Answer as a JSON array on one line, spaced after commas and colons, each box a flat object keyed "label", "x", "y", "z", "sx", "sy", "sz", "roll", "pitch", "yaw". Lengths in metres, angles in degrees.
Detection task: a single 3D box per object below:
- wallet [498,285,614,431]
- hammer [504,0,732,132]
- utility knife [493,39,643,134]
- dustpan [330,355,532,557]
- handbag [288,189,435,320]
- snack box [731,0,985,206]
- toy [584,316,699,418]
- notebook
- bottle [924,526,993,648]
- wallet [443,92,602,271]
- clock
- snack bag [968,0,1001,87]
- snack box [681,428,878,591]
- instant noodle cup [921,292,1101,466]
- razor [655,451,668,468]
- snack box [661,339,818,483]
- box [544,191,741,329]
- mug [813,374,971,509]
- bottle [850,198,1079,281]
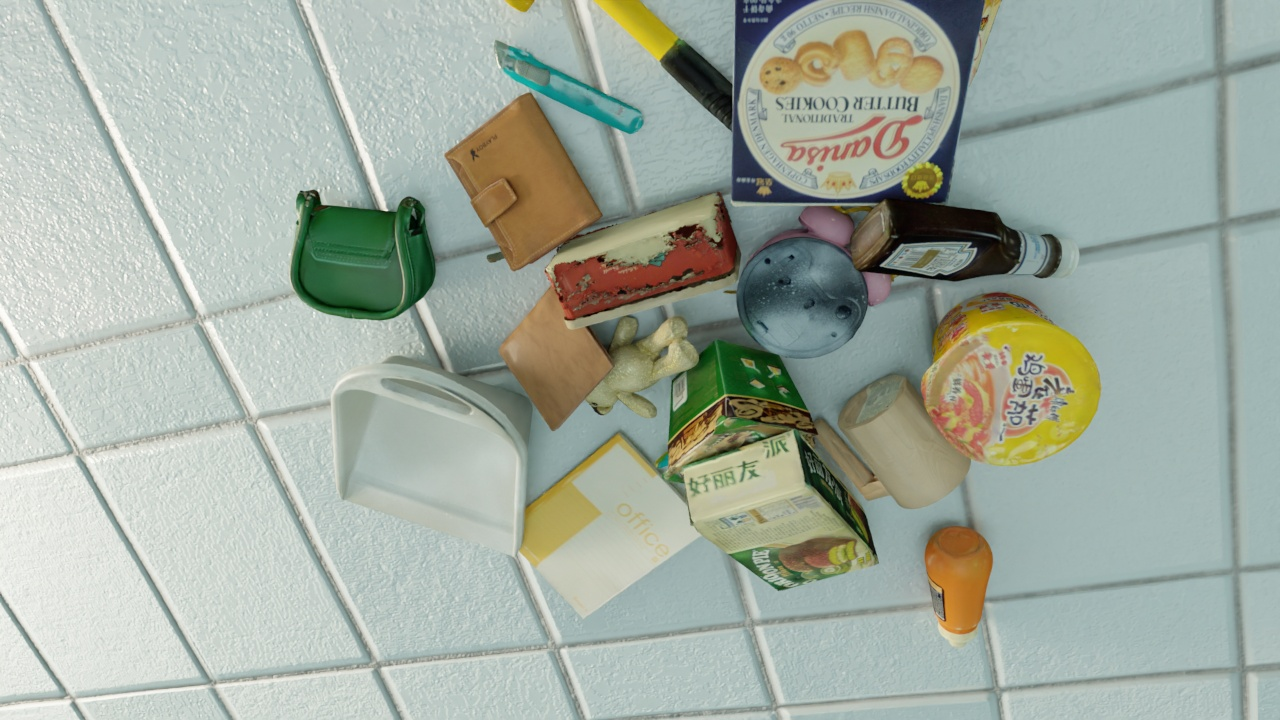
[{"label": "wallet", "x": -0.084, "y": -0.004, "z": 0.907, "sx": 0.101, "sy": 0.020, "sz": 0.115, "roll": -46, "pitch": 64, "yaw": 26}, {"label": "hammer", "x": 0.027, "y": -0.265, "z": 0.787, "sx": 0.300, "sy": 0.032, "sz": 0.129, "roll": 41, "pitch": 117, "yaw": -10}, {"label": "utility knife", "x": -0.066, "y": -0.244, "z": 0.825, "sx": 0.151, "sy": 0.013, "sz": 0.029, "roll": 25, "pitch": 118, "yaw": -2}, {"label": "dustpan", "x": -0.220, "y": 0.102, "z": 0.944, "sx": 0.223, "sy": 0.142, "sz": 0.258, "roll": 18, "pitch": 112, "yaw": 2}, {"label": "handbag", "x": -0.274, "y": -0.105, "z": 0.899, "sx": 0.131, "sy": 0.067, "sz": 0.120, "roll": 6, "pitch": 115, "yaw": 7}, {"label": "snack box", "x": 0.164, "y": -0.211, "z": 0.726, "sx": 0.178, "sy": 0.045, "sz": 0.183, "roll": 1, "pitch": 128, "yaw": 6}, {"label": "toy", "x": -0.005, "y": 0.005, "z": 0.889, "sx": 0.158, "sy": 0.066, "sz": 0.105, "roll": -27, "pitch": 80, "yaw": 43}, {"label": "notebook", "x": -0.043, "y": 0.187, "z": 1.018, "sx": 0.207, "sy": 0.010, "sz": 0.146, "roll": -40, "pitch": 96, "yaw": 26}, {"label": "bottle", "x": 0.333, "y": 0.245, "z": 0.961, "sx": 0.067, "sy": 0.066, "sz": 0.150, "roll": -4, "pitch": 121, "yaw": 12}, {"label": "wallet", "x": -0.114, "y": -0.160, "z": 0.854, "sx": 0.119, "sy": 0.035, "sz": 0.130, "roll": -30, "pitch": 92, "yaw": 20}, {"label": "clock", "x": 0.162, "y": -0.076, "z": 0.838, "sx": 0.159, "sy": 0.059, "sz": 0.117, "roll": -38, "pitch": 102, "yaw": 25}, {"label": "snack bag", "x": 0.218, "y": -0.259, "z": 0.745, "sx": 0.128, "sy": 0.073, "sz": 0.208, "roll": 17, "pitch": 124, "yaw": 1}, {"label": "snack box", "x": 0.140, "y": 0.152, "z": 0.879, "sx": 0.115, "sy": 0.063, "sz": 0.240, "roll": -21, "pitch": 146, "yaw": 19}, {"label": "instant noodle cup", "x": 0.322, "y": 0.007, "z": 0.819, "sx": 0.138, "sy": 0.109, "sz": 0.138, "roll": 4, "pitch": 116, "yaw": 8}, {"label": "razor", "x": 0.078, "y": 0.090, "z": 0.949, "sx": 0.133, "sy": 0.028, "sz": 0.043, "roll": -14, "pitch": 143, "yaw": 14}, {"label": "snack box", "x": 0.085, "y": 0.048, "z": 0.863, "sx": 0.117, "sy": 0.105, "sz": 0.119, "roll": 12, "pitch": 141, "yaw": -30}, {"label": "box", "x": 0.001, "y": -0.098, "z": 0.839, "sx": 0.168, "sy": 0.091, "sz": 0.080, "roll": -15, "pitch": 114, "yaw": 17}, {"label": "mug", "x": 0.239, "y": 0.083, "z": 0.896, "sx": 0.103, "sy": 0.084, "sz": 0.125, "roll": 50, "pitch": 140, "yaw": -12}, {"label": "bottle", "x": 0.281, "y": -0.096, "z": 0.781, "sx": 0.194, "sy": 0.044, "sz": 0.080, "roll": 4, "pitch": 156, "yaw": -15}]
